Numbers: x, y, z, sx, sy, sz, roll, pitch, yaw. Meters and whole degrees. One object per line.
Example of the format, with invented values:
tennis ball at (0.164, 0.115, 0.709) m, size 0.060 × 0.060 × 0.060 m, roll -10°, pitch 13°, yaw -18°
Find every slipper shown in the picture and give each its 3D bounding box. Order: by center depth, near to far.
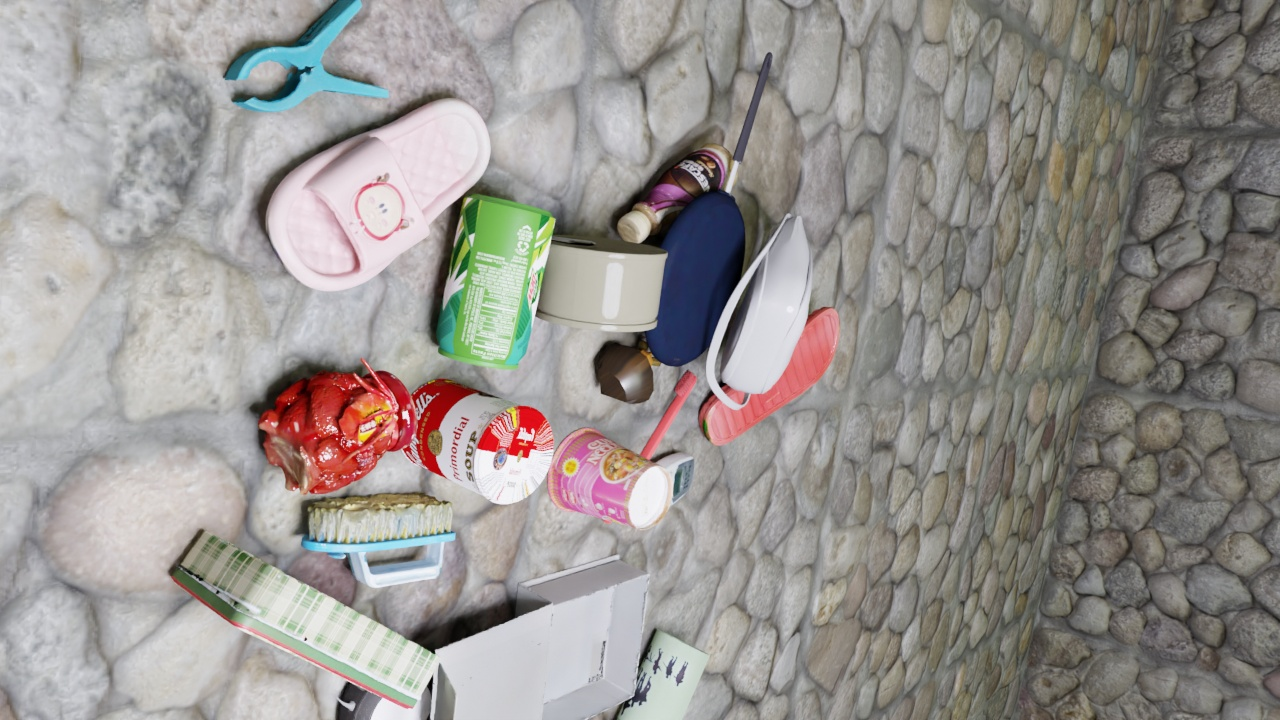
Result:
slipper at (-0.201, -0.136, 0.743) m, size 0.221 × 0.056 × 0.107 m, roll -46°, pitch 134°, yaw -32°
slipper at (0.165, 0.015, 1.212) m, size 0.248 × 0.059 × 0.103 m, roll -39°, pitch 131°, yaw -15°

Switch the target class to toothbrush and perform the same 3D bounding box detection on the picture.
toothbrush at (0.011, 0.100, 1.094) m, size 0.212 × 0.012 × 0.018 m, roll -58°, pitch 137°, yaw -19°

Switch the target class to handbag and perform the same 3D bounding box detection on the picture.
handbag at (0.145, -0.075, 1.101) m, size 0.222 × 0.095 × 0.216 m, roll -73°, pitch 180°, yaw -46°

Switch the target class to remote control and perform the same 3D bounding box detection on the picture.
remote control at (0.025, 0.149, 1.102) m, size 0.114 × 0.028 × 0.060 m, roll -20°, pitch 124°, yaw -53°

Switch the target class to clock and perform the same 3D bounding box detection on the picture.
clock at (-0.233, 0.328, 0.861) m, size 0.091 × 0.044 × 0.123 m, roll -39°, pitch 129°, yaw -35°

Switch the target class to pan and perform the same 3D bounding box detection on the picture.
pan at (0.090, -0.162, 1.004) m, size 0.198 × 0.021 × 0.356 m, roll 8°, pitch 101°, yaw -62°

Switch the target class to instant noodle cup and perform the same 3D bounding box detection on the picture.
instant noodle cup at (-0.028, 0.132, 0.985) m, size 0.097 × 0.109 × 0.098 m, roll -17°, pitch 113°, yaw -45°

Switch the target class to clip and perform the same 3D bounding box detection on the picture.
clip at (-0.248, -0.210, 0.690) m, size 0.119 × 0.027 × 0.102 m, roll -34°, pitch 123°, yaw -38°

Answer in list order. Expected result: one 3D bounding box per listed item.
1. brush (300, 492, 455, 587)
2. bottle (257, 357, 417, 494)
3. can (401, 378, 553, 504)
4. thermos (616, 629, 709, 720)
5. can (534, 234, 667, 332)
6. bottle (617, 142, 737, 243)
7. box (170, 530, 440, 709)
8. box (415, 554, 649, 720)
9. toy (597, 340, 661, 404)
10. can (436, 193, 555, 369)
brush at (-0.231, 0.158, 0.800) m, size 0.135 × 0.055 × 0.075 m, roll 5°, pitch 93°, yaw -49°
bottle at (-0.238, 0.052, 0.729) m, size 0.111 × 0.099 × 0.099 m, roll -22°, pitch 118°, yaw -49°
can at (-0.147, 0.070, 0.821) m, size 0.086 × 0.116 × 0.087 m, roll -18°, pitch 115°, yaw -45°
thermos at (0.006, 0.463, 1.158) m, size 0.082 × 0.082 × 0.231 m, roll 40°, pitch 71°, yaw -47°
can at (-0.041, -0.077, 0.890) m, size 0.127 × 0.128 × 0.073 m, roll -8°, pitch 109°, yaw -48°
bottle at (0.038, -0.179, 1.001) m, size 0.165 × 0.060 × 0.060 m, roll -41°, pitch 130°, yaw -33°
box at (-0.263, 0.210, 0.736) m, size 0.050 × 0.118 × 0.205 m, roll -62°, pitch 140°, yaw -22°
box at (-0.118, 0.328, 0.952) m, size 0.367 × 0.099 × 0.166 m, roll -7°, pitch 107°, yaw -55°
toy at (-0.006, 0.006, 1.016) m, size 0.076 × 0.063 × 0.099 m, roll 51°, pitch 46°, yaw -2°
can at (-0.131, -0.070, 0.820) m, size 0.083 × 0.083 × 0.144 m, roll 7°, pitch 98°, yaw -50°
